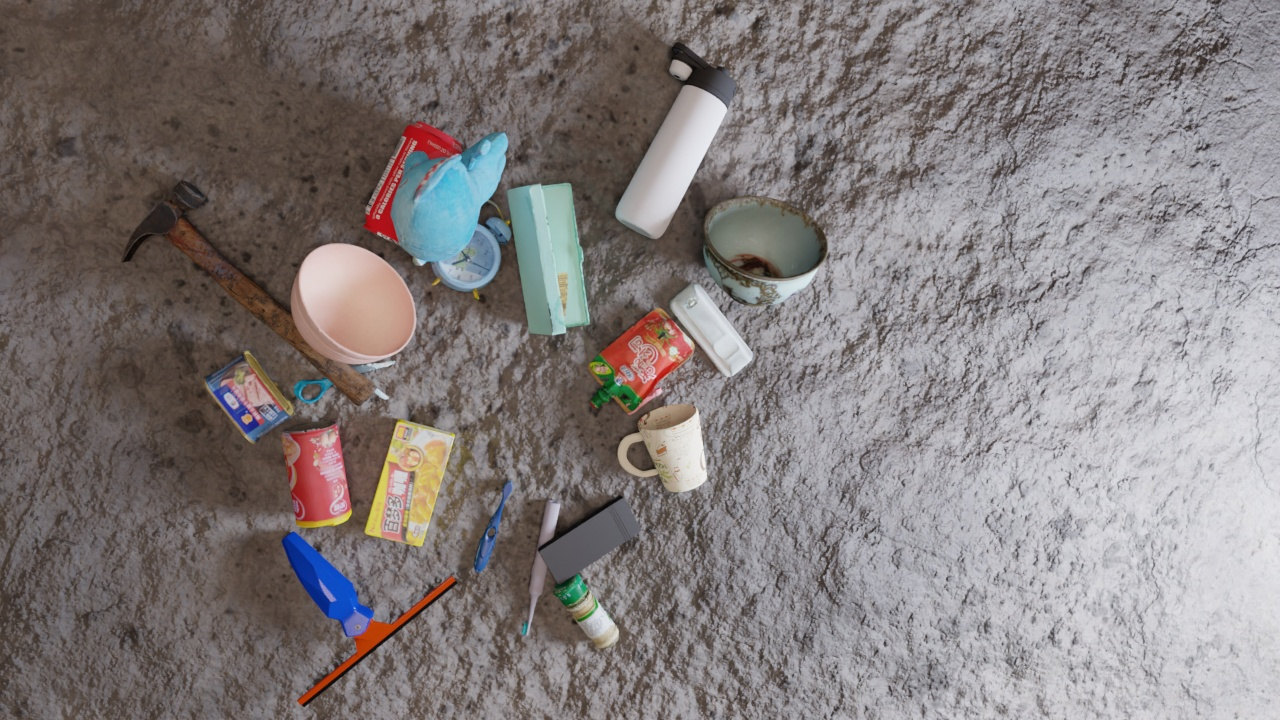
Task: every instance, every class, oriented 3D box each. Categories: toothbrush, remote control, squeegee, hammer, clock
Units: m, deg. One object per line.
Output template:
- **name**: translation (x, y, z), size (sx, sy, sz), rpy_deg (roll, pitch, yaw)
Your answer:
- **toothbrush**: translation (-0.135, 0.279, 1.228), size (0.019, 0.018, 0.188), rpy_deg (10, 96, -14)
- **remote control**: translation (0.096, -0.040, 1.227), size (0.050, 0.022, 0.133), rpy_deg (-40, 103, -4)
- **toothbrush**: translation (-0.194, 0.219, 1.212), size (0.021, 0.016, 0.132), rpy_deg (19, 96, -12)
- **remote control**: translation (-0.068, 0.239, 1.228), size (0.133, 0.013, 0.058), rpy_deg (-30, 107, -13)
- **squeegee**: translation (-0.390, 0.294, 1.164), size (0.249, 0.055, 0.185), rpy_deg (-39, 92, -4)
- **hammer**: translation (-0.460, -0.059, 1.107), size (0.330, 0.033, 0.120), rpy_deg (43, 92, -10)
- **clock**: translation (-0.212, -0.143, 1.140), size (0.088, 0.052, 0.124), rpy_deg (18, 90, -12)

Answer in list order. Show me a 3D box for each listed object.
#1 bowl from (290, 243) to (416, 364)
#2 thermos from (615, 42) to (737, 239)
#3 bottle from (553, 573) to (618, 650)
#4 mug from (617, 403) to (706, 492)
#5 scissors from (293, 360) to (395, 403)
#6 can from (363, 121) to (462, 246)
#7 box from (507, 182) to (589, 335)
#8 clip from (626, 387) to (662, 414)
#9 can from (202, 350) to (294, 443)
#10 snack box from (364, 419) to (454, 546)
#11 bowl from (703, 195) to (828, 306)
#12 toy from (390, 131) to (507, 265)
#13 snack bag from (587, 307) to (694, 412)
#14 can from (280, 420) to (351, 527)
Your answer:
- **bowl**: translation (-0.352, -0.056, 1.094), size (0.076, 0.152, 0.153), rpy_deg (-33, 106, 37)
- **thermos**: translation (0.034, -0.277, 1.164), size (0.101, 0.068, 0.230), rpy_deg (28, 91, 0)
- **bottle**: translation (-0.071, 0.340, 1.237), size (0.042, 0.042, 0.110), rpy_deg (-36, 103, -5)
- **mug**: translation (0.028, 0.122, 1.219), size (0.122, 0.081, 0.097), rpy_deg (-12, 108, 12)
- **scissors**: translation (-0.372, 0.004, 1.148), size (0.130, 0.014, 0.117), rpy_deg (-10, 98, -9)
- **can**: translation (-0.274, -0.211, 1.106), size (0.074, 0.074, 0.142), rpy_deg (27, 92, -13)
- **box**: translation (-0.104, -0.131, 1.163), size (0.091, 0.077, 0.188), rpy_deg (-14, 100, -33)
- **clip**: translation (-0.001, 0.044, 1.221), size (0.060, 0.023, 0.043), rpy_deg (-20, 97, -9)
- **can**: translation (-0.473, 0.044, 1.114), size (0.059, 0.054, 0.100), rpy_deg (-34, 103, -7)
- **snack box**: translation (-0.296, 0.157, 1.177), size (0.075, 0.025, 0.152), rpy_deg (17, 94, -12)
- **bowl**: translation (0.150, -0.126, 1.178), size (0.160, 0.159, 0.094), rpy_deg (0, 138, -11)
- **toy**: translation (-0.218, -0.197, 1.036), size (0.115, 0.184, 0.180), rpy_deg (30, 62, 1)
- **snack bag**: translation (-0.007, 0.007, 1.207), size (0.155, 0.044, 0.087), rpy_deg (-42, 84, 2)
- **can**: translation (-0.400, 0.140, 1.134), size (0.066, 0.067, 0.124), rpy_deg (-8, 99, -10)
